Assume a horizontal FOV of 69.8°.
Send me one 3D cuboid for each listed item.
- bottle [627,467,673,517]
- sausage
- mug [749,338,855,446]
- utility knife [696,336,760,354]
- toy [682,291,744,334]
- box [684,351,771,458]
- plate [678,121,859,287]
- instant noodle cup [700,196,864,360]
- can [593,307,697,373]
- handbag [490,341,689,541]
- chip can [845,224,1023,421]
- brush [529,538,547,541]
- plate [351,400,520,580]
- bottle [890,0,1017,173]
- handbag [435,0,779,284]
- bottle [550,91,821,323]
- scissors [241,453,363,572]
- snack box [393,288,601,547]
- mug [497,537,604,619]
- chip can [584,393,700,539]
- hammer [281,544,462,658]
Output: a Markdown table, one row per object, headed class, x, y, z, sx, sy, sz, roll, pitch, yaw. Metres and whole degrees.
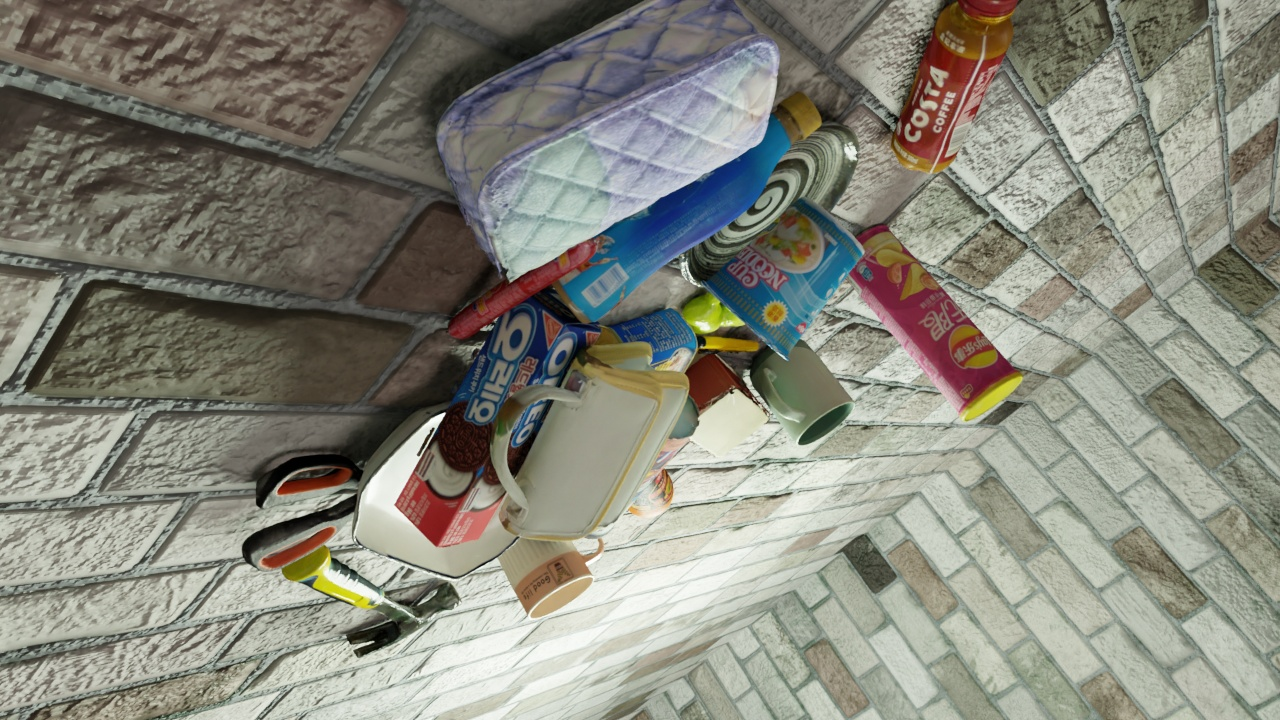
| class | x | y | z | sx | sy | sz | roll | pitch | yaw |
| --- | --- | --- | --- | --- | --- | --- | --- | --- | --- |
| bottle | 0.000 | 0.132 | 1.074 | 0.066 | 0.066 | 0.150 | -31 | 149 | -9 |
| sausage | -0.083 | -0.050 | 0.626 | 0.156 | 0.020 | 0.020 | -28 | 163 | 34 |
| mug | 0.174 | 0.034 | 1.051 | 0.111 | 0.106 | 0.082 | -3 | 142 | -50 |
| utility knife | 0.085 | -0.014 | 0.938 | 0.033 | 0.015 | 0.167 | -7 | 176 | 31 |
| toy | 0.086 | -0.052 | 0.871 | 0.100 | 0.031 | 0.097 | -28 | 159 | -5 |
| box | 0.083 | 0.057 | 1.015 | 0.091 | 0.077 | 0.168 | -38 | 155 | 7 |
| plate | 0.102 | -0.130 | 0.759 | 0.179 | 0.024 | 0.180 | -30 | 156 | -15 |
| instant noodle cup | 0.122 | -0.072 | 0.757 | 0.110 | 0.099 | 0.099 | -49 | 154 | 7 |
| can | -0.005 | 0.005 | 0.830 | 0.083 | 0.057 | 0.102 | -19 | 152 | -35 |
| handbag | -0.051 | 0.068 | 0.703 | 0.178 | 0.063 | 0.164 | -2 | 124 | -55 |
| chip can | 0.288 | -0.042 | 0.929 | 0.071 | 0.210 | 0.071 | -27 | 155 | -14 |
| brush | -0.089 | 0.142 | 0.955 | 0.055 | 0.073 | 0.144 | -7 | 144 | -41 |
| plate | -0.160 | 0.111 | 0.811 | 0.162 | 0.034 | 0.266 | -48 | 153 | -5 |
| bottle | 0.248 | -0.226 | 0.724 | 0.057 | 0.057 | 0.175 | -27 | 155 | -17 |
| handbag | -0.017 | -0.133 | 0.536 | 0.193 | 0.075 | 0.134 | -29 | 160 | -10 |
| bottle | 0.030 | -0.113 | 0.646 | 0.219 | 0.065 | 0.065 | -37 | 156 | 2 |
| scissors | -0.232 | 0.112 | 0.773 | 0.198 | 0.021 | 0.227 | -47 | 154 | 7 |
| snack box | -0.110 | 0.043 | 0.702 | 0.208 | 0.058 | 0.057 | -59 | 154 | 13 |
| mug | -0.101 | 0.215 | 1.033 | 0.114 | 0.106 | 0.082 | -30 | 156 | -10 |
| chip can | -0.016 | 0.107 | 0.959 | 0.071 | 0.071 | 0.215 | -15 | 153 | -38 |
| hammer | -0.285 | 0.246 | 0.947 | 0.126 | 0.032 | 0.324 | -32 | 156 | -9 |
